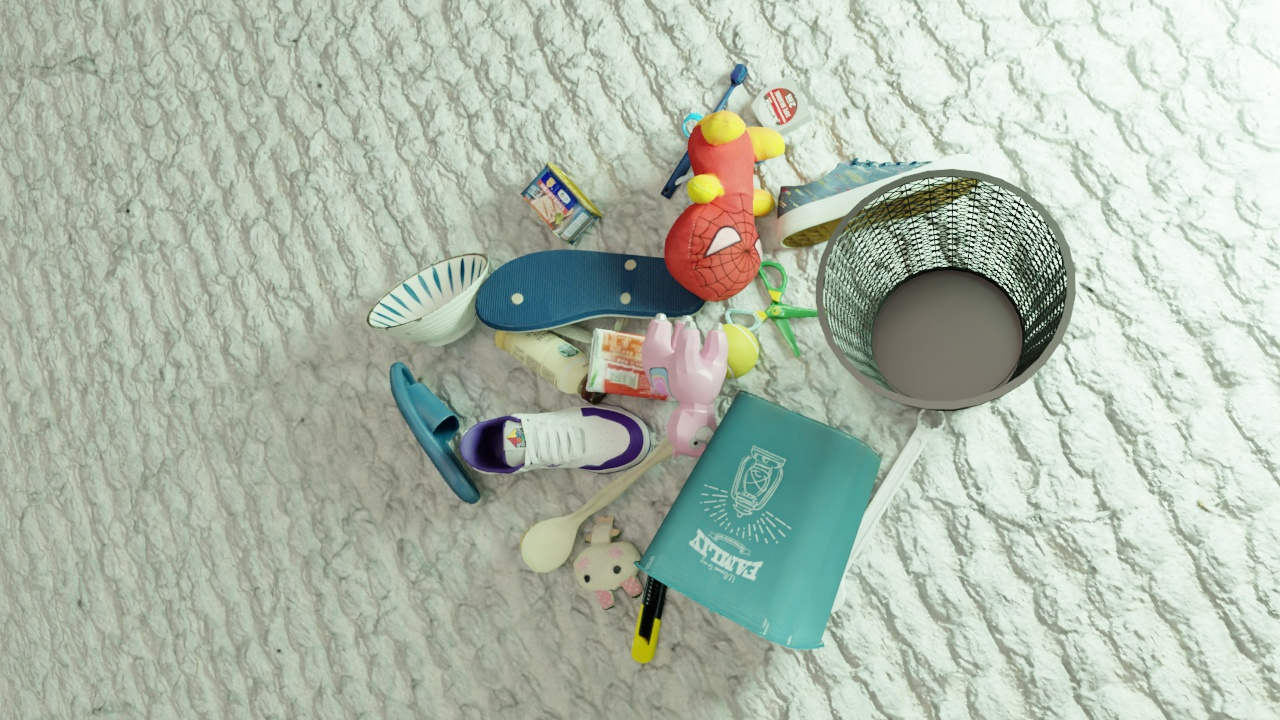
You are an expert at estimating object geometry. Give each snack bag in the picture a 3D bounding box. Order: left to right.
[{"bbox_3d":[-0.007,0.007,1.121,0.116,0.036,0.077,8,86,-10],"label":"snack bag"}]

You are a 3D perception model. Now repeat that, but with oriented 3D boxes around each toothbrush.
[{"bbox_3d":[0.079,-0.289,1.156,0.016,0.017,0.190,34,97,20],"label":"toothbrush"}]

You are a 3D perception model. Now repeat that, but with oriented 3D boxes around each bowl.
[{"bbox_3d":[-0.267,-0.067,1.217,0.177,0.176,0.071,-16,120,18],"label":"bowl"}]

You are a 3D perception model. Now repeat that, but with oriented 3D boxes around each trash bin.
[{"bbox_3d":[0.141,0.168,0.997,0.197,0.199,0.218,23,86,27],"label":"trash bin"},{"bbox_3d":[0.303,-0.044,0.920,0.217,0.243,0.216,-4,79,19],"label":"trash bin"}]

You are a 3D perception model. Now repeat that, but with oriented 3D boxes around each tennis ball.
[{"bbox_3d":[0.108,-0.011,1.090,0.065,0.065,0.065,-2,83,20],"label":"tennis ball"}]

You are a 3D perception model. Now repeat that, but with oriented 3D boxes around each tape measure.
[{"bbox_3d":[0.172,-0.308,1.121,0.062,0.020,0.060,-26,76,17],"label":"tape measure"}]

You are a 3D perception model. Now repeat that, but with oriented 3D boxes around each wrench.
[{"bbox_3d":[0.266,0.171,1.042,0.047,0.009,0.273,32,96,20],"label":"wrench"}]

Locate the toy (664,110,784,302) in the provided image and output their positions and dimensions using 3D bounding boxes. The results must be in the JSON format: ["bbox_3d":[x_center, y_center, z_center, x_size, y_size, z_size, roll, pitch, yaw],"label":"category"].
[{"bbox_3d":[0.095,-0.176,1.081,0.099,0.147,0.216,15,95,51],"label":"toy"}]

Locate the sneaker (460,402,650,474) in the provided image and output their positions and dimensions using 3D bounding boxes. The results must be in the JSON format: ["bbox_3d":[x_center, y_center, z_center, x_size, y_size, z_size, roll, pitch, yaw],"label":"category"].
[{"bbox_3d":[-0.115,0.099,1.137,0.245,0.111,0.091,-7,82,20],"label":"sneaker"}]

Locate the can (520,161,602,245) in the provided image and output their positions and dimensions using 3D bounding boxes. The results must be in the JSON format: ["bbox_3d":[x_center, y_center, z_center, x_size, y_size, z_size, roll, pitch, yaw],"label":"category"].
[{"bbox_3d":[-0.104,-0.203,1.196,0.059,0.054,0.100,-45,71,12],"label":"can"}]

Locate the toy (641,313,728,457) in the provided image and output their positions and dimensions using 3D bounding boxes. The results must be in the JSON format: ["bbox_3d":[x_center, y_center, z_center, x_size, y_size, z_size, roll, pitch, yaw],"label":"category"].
[{"bbox_3d":[0.050,0.029,1.052,0.123,0.067,0.157,15,101,54],"label":"toy"}]

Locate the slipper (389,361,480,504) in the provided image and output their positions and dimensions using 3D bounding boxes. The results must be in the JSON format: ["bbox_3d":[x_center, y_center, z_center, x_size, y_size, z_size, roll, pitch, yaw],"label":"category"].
[{"bbox_3d":[-0.264,0.092,1.210,0.059,0.104,0.213,-31,81,-7],"label":"slipper"}]

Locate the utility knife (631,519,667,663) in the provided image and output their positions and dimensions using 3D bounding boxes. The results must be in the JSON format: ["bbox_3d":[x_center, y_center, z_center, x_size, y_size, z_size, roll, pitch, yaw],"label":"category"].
[{"bbox_3d":[0.018,0.281,1.119,0.029,0.020,0.174,10,87,14],"label":"utility knife"}]

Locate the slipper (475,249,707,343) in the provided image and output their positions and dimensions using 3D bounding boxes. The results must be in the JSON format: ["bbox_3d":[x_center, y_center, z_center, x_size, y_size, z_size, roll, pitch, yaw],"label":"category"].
[{"bbox_3d":[-0.060,-0.082,1.160,0.295,0.060,0.118,-1,68,7],"label":"slipper"}]

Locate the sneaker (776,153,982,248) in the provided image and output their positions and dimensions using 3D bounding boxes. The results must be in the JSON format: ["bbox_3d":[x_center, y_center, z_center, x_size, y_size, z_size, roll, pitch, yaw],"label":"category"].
[{"bbox_3d":[0.262,-0.199,1.046,0.236,0.087,0.079,-15,74,22],"label":"sneaker"}]

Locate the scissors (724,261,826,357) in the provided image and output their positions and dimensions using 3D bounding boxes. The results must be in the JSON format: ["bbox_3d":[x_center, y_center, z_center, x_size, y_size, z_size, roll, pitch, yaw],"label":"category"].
[{"bbox_3d":[0.158,-0.057,1.106,0.128,0.011,0.125,-26,75,18],"label":"scissors"}]

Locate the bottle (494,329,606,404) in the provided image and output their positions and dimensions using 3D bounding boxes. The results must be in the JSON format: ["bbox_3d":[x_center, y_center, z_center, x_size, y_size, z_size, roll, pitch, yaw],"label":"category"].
[{"bbox_3d":[-0.111,-0.002,1.176,0.162,0.056,0.056,33,96,20],"label":"bottle"}]

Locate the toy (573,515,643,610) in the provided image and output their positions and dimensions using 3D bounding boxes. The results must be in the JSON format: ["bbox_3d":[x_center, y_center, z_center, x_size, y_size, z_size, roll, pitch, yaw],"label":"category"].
[{"bbox_3d":[-0.041,0.250,1.131,0.087,0.050,0.112,-18,84,18],"label":"toy"}]

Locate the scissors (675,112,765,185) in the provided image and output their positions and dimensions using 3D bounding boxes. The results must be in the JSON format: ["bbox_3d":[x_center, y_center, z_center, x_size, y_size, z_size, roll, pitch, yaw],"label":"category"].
[{"bbox_3d":[0.100,-0.254,1.137,0.133,0.014,0.127,-18,88,11],"label":"scissors"}]

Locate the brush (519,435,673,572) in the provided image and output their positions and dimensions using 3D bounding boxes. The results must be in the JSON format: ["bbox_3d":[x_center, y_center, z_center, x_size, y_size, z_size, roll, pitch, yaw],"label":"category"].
[{"bbox_3d":[-0.045,0.169,1.121,0.273,0.077,0.062,-40,107,15],"label":"brush"}]
